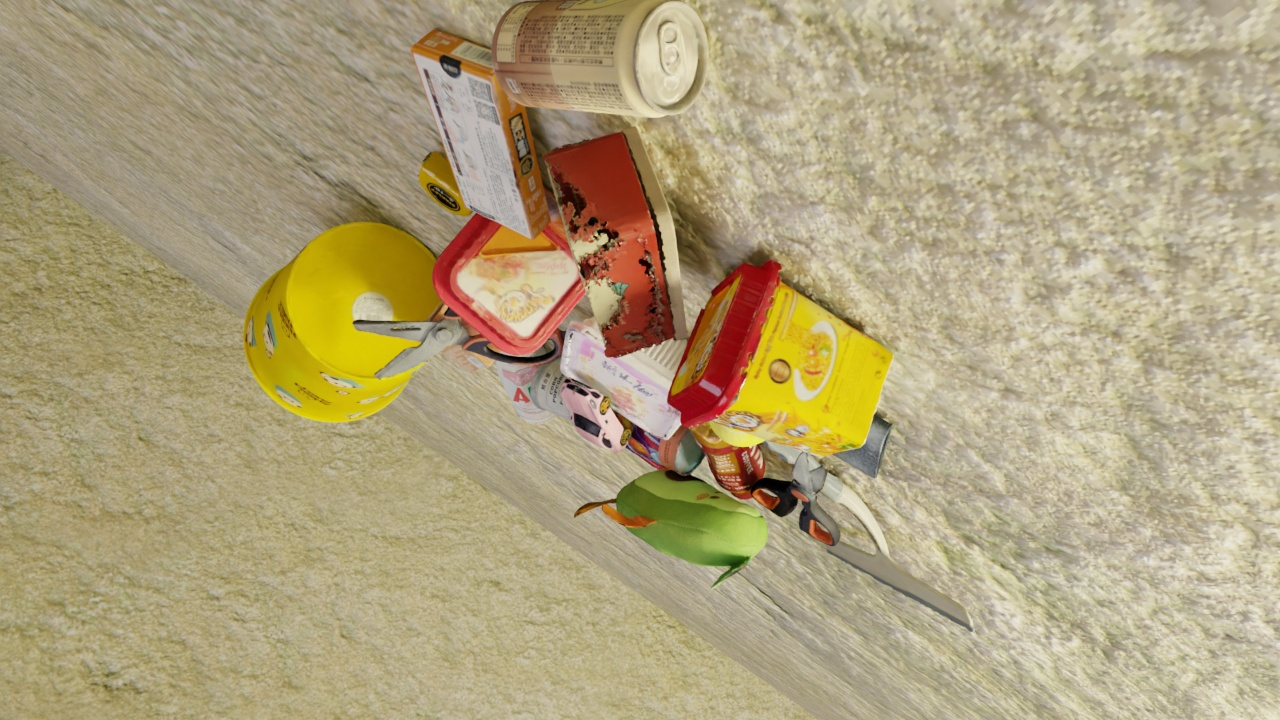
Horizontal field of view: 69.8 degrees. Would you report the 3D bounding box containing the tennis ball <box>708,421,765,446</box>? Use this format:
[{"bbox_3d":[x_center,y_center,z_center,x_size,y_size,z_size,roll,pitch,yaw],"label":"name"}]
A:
[{"bbox_3d":[0.091,0.044,0.813,0.065,0.065,0.065,31,162,11],"label":"tennis ball"}]

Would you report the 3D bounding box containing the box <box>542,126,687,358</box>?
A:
[{"bbox_3d":[-0.020,-0.071,0.634,0.168,0.080,0.091,75,177,-64],"label":"box"}]

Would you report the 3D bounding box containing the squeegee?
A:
[{"bbox_3d":[0.196,0.140,0.921,0.246,0.039,0.247,47,169,-18],"label":"squeegee"}]

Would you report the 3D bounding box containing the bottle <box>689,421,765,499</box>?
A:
[{"bbox_3d":[0.094,0.093,0.945,0.057,0.057,0.175,24,160,29],"label":"bottle"}]

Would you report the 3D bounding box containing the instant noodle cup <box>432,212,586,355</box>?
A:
[{"bbox_3d":[-0.121,-0.080,0.811,0.116,0.116,0.124,42,172,-24],"label":"instant noodle cup"}]

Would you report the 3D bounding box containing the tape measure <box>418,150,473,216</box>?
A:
[{"bbox_3d":[-0.166,-0.156,0.812,0.060,0.028,0.057,37,161,-9],"label":"tape measure"}]

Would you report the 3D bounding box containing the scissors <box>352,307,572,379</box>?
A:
[{"bbox_3d":[-0.177,-0.034,0.925,0.189,0.227,0.015,34,-154,-15],"label":"scissors"}]

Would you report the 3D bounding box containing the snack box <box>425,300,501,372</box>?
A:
[{"bbox_3d":[-0.178,-0.049,0.999,0.077,0.094,0.093,39,162,-15],"label":"snack box"}]

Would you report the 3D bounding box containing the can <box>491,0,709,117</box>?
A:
[{"bbox_3d":[-0.024,-0.164,0.494,0.116,0.058,0.058,19,157,41],"label":"can"}]

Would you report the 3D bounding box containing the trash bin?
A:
[{"bbox_3d":[-0.356,-0.049,1.134,0.229,0.229,0.256,40,156,-17],"label":"trash bin"}]

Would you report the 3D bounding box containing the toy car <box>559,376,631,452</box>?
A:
[{"bbox_3d":[-0.049,0.061,0.960,0.056,0.037,0.122,23,158,29],"label":"toy car"}]

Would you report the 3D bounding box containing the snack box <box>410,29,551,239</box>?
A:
[{"bbox_3d":[-0.113,-0.160,0.671,0.075,0.026,0.154,27,151,24],"label":"snack box"}]

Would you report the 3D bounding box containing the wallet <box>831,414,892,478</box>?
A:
[{"bbox_3d":[0.167,0.058,0.796,0.097,0.019,0.121,30,163,21],"label":"wallet"}]

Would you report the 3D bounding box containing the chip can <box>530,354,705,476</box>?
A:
[{"bbox_3d":[-0.024,0.060,1.047,0.215,0.071,0.071,22,159,32],"label":"chip can"}]

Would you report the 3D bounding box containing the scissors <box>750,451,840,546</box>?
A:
[{"bbox_3d":[0.165,0.130,0.860,0.160,0.021,0.234,38,164,-7],"label":"scissors"}]

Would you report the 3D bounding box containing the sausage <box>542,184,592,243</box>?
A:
[{"bbox_3d":[-0.054,-0.105,0.755,0.165,0.021,0.021,42,161,-22],"label":"sausage"}]

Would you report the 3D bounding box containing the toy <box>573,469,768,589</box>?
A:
[{"bbox_3d":[0.047,0.170,1.000,0.226,0.090,0.247,4,-176,-36],"label":"toy"}]

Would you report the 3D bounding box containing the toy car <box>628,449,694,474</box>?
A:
[{"bbox_3d":[0.018,0.097,1.103,0.120,0.052,0.045,33,161,-5],"label":"toy car"}]

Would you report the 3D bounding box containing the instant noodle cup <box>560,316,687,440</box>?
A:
[{"bbox_3d":[-0.005,0.005,0.893,0.138,0.060,0.174,34,161,3],"label":"instant noodle cup"}]

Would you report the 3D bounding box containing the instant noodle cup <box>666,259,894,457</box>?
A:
[{"bbox_3d":[0.100,0.008,0.651,0.123,0.116,0.116,25,163,-8],"label":"instant noodle cup"}]

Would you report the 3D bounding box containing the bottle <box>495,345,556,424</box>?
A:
[{"bbox_3d":[-0.144,0.012,1.148,0.068,0.068,0.197,28,158,19],"label":"bottle"}]
